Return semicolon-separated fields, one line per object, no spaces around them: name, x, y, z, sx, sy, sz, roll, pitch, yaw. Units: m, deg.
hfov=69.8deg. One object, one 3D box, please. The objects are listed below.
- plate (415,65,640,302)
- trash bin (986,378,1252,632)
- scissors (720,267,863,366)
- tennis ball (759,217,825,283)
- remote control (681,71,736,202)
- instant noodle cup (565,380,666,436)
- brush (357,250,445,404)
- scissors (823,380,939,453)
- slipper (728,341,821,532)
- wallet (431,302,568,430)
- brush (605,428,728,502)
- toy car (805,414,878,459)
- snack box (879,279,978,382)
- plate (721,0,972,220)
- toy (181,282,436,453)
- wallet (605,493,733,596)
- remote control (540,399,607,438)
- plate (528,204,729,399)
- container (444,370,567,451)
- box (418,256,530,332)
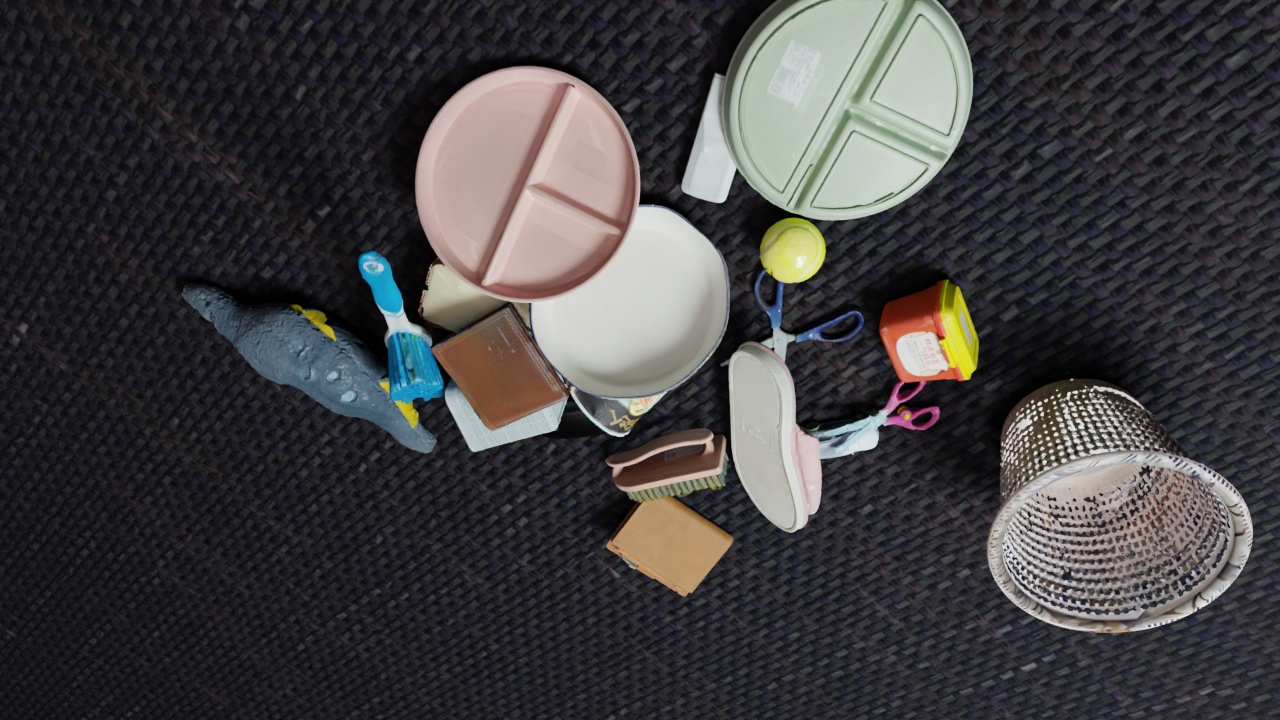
plate;-0.112;-0.173;0.912;0.230;0.028;0.229;1;98;10
trash bin;0.461;0.128;0.934;0.227;0.191;0.228;6;123;8
scissors;0.162;-0.032;1.003;0.162;0.012;0.176;-5;122;14
tennis ball;0.153;-0.110;0.922;0.065;0.065;0.066;5;123;8
remote control;0.077;-0.215;0.895;0.049;0.024;0.125;16;124;-1
instant noodle cup;-0.006;0.006;1.012;0.121;0.111;0.111;-38;108;22
brush;-0.251;-0.024;0.961;0.060;0.315;0.109;-11;83;-9
scissors;0.265;0.058;1.018;0.137;0.017;0.094;-14;119;0
slipper;0.154;0.086;1.035;0.114;0.054;0.275;31;146;43
wallet;-0.150;0.010;0.991;0.101;0.032;0.124;-27;109;14
brush;0.031;0.125;1.103;0.146;0.063;0.073;-15;122;22
toy car;0.229;0.091;1.057;0.091;0.034;0.043;-11;116;17
snack box;0.295;-0.025;0.941;0.080;0.081;0.091;-14;118;31
plate;0.189;-0.233;0.844;0.230;0.027;0.231;2;121;3
toy;-0.393;-0.001;1.102;0.356;0.091;0.138;33;151;-9
wallet;0.037;0.233;1.175;0.132;0.031;0.108;34;99;-11
remote control;-0.073;0.072;1.112;0.137;0.024;0.053;-9;121;17
plate;-0.011;-0.059;0.943;0.205;0.045;0.204;-1;81;8
container;-0.152;0.041;1.072;0.112;0.089;0.090;-12;120;16
box;-0.154;-0.059;1.013;0.168;0.076;0.092;22;124;-3
